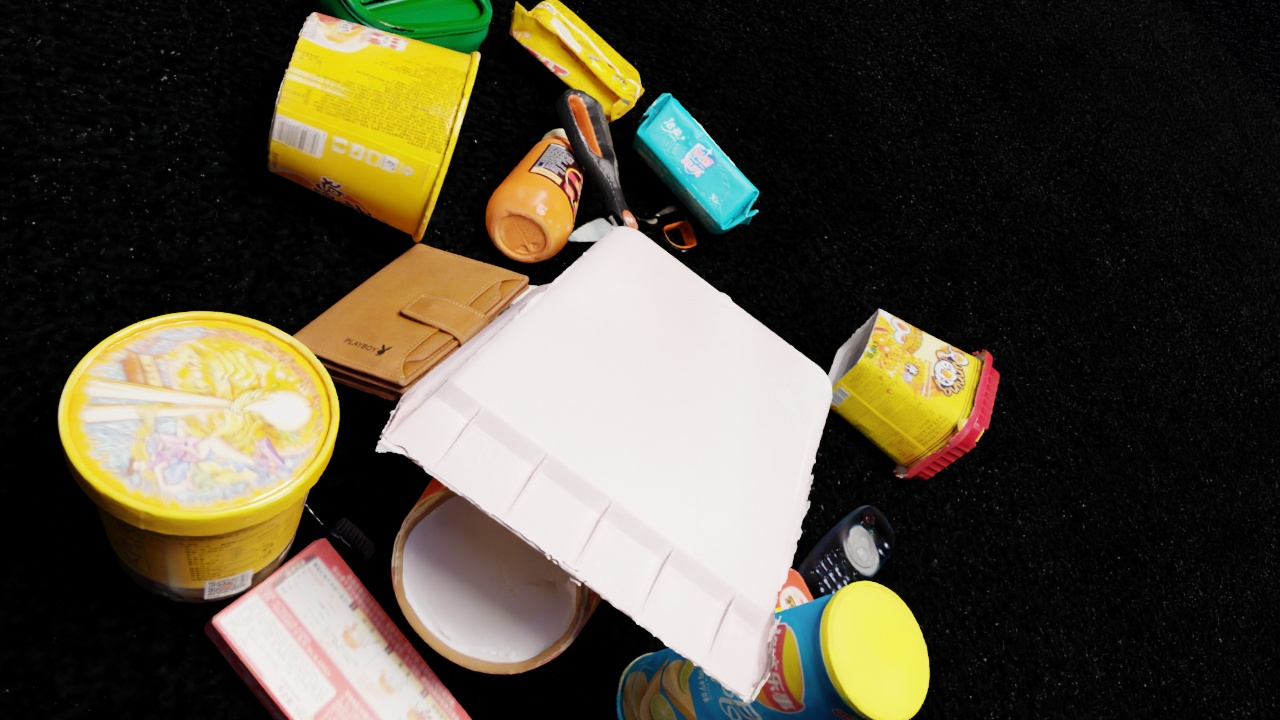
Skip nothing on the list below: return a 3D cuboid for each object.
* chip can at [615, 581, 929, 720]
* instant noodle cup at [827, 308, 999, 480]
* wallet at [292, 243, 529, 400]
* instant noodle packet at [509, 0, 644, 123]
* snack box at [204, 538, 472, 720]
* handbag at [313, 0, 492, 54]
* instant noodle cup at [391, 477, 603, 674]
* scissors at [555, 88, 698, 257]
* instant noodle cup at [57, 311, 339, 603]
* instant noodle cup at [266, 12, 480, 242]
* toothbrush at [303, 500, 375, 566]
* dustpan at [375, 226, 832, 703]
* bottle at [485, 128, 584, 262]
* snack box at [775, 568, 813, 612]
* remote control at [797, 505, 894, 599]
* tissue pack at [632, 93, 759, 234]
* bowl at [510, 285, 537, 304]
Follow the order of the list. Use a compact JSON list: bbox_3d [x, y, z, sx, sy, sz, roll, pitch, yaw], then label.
[{"bbox_3d":[0.068,0.191,0.546,0.071,0.211,0.071,17,57,-28],"label":"chip can"},{"bbox_3d":[0.241,0.027,0.838,0.123,0.116,0.115,33,50,-1],"label":"instant noodle cup"},{"bbox_3d":[-0.150,-0.028,0.599,0.108,0.031,0.131,17,43,26],"label":"wallet"},{"bbox_3d":[-0.056,-0.267,0.811,0.128,0.044,0.110,41,22,-12],"label":"instant noodle packet"},{"bbox_3d":[-0.162,0.181,0.511,0.153,0.026,0.075,51,47,-1],"label":"snack box"},{"bbox_3d":[-0.192,-0.278,0.724,0.131,0.068,0.120,-24,74,-40],"label":"handbag"},{"bbox_3d":[-0.069,0.101,0.522,0.138,0.138,0.108,49,15,-3],"label":"instant noodle cup"},{"bbox_3d":[-0.010,-0.124,0.740,0.221,0.022,0.233,64,27,6],"label":"scissors"},{"bbox_3d":[-0.220,0.056,0.465,0.118,0.115,0.118,13,46,-14],"label":"instant noodle cup"},{"bbox_3d":[-0.183,-0.162,0.622,0.109,0.138,0.137,17,56,-17],"label":"instant noodle cup"},{"bbox_3d":[-0.226,0.052,0.546,0.189,0.014,0.016,47,47,-4],"label":"toothbrush"},{"bbox_3d":[-0.003,0.047,0.550,0.222,0.139,0.272,39,53,-3],"label":"dustpan"},{"bbox_3d":[-0.074,-0.142,0.734,0.066,0.067,0.149,34,43,-16],"label":"bottle"},{"bbox_3d":[0.087,0.198,0.652,0.080,0.082,0.091,-9,71,-53],"label":"snack box"},{"bbox_3d":[0.166,0.167,0.757,0.136,0.024,0.053,-30,83,-43],"label":"remote control"},{"bbox_3d":[0.050,-0.167,0.811,0.050,0.093,0.133,-42,95,2],"label":"tissue pack"},{"bbox_3d":[-0.071,-0.005,0.653,0.116,0.066,0.116,17,57,-27],"label":"bowl"}]
